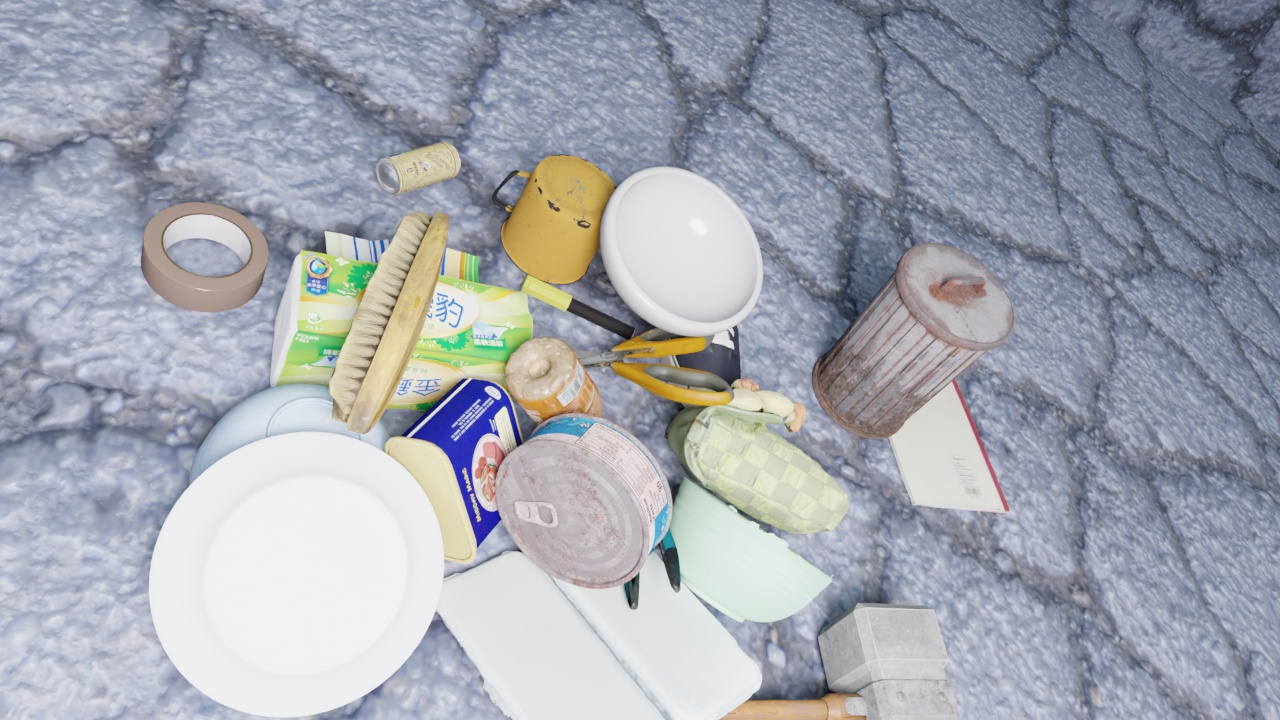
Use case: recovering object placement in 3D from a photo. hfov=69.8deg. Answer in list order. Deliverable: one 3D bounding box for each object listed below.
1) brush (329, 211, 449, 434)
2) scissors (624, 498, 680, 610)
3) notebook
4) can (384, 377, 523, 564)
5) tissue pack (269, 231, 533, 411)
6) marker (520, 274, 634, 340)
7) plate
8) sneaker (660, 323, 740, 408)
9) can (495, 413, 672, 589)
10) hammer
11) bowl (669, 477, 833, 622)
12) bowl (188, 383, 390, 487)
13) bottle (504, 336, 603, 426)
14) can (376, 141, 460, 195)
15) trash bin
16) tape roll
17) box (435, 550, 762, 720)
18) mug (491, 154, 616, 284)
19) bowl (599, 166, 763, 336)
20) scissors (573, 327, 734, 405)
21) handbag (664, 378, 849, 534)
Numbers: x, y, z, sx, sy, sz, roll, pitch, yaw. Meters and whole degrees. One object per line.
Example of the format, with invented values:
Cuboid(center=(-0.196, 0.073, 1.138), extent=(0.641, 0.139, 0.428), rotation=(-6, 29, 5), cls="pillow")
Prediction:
Cuboid(center=(-0.180, -0.034, 0.667), extent=(0.043, 0.059, 0.194), rotation=(18, 57, -8), cls="brush")
Cuboid(center=(0.002, 0.142, 0.753), extent=(0.143, 0.127, 0.019), rotation=(-54, 129, -26), cls="scissors")
Cuboid(center=(0.349, 0.082, 1.092), extent=(0.153, 0.012, 0.208), rotation=(10, 52, -27), cls="notebook")
Cuboid(center=(-0.137, 0.083, 0.715), extent=(0.057, 0.116, 0.092), rotation=(7, 34, 26), cls="can")
Cuboid(center=(-0.199, -0.043, 0.772), extent=(0.197, 0.121, 0.141), rotation=(13, 53, -32), cls="tissue pack")
Cuboid(center=(-0.062, -0.052, 0.930), extent=(0.124, 0.017, 0.021), rotation=(25, 2, -15), cls="marker")
Cuboid(center=(-0.222, 0.142, 0.614), extent=(0.188, 0.016, 0.188), rotation=(3, 83, -28), cls="plate")
Cuboid(center=(0.073, -0.042, 0.967), extent=(0.084, 0.079, 0.234), rotation=(14, 50, -24), cls="sneaker")
Cuboid(center=(-0.044, 0.107, 0.695), extent=(0.130, 0.130, 0.044), rotation=(42, 37, 3), cls="can")
Cuboid(center=(0.108, 0.284, 0.744), extent=(0.317, 0.083, 0.162), rotation=(7, 52, -19), cls="hammer")
Cuboid(center=(0.080, 0.171, 0.780), extent=(0.151, 0.151, 0.077), rotation=(34, 86, -5), cls="bowl")
Cuboid(center=(-0.245, 0.074, 0.675), extent=(0.150, 0.075, 0.150), rotation=(18, 48, -21), cls="bowl")
Cuboid(center=(-0.058, 0.044, 0.770), extent=(0.059, 0.167, 0.059), rotation=(-8, 59, 13), cls="bottle")
Cuboid(center=(-0.223, -0.195, 0.927), extent=(0.038, 0.038, 0.079), rotation=(49, 46, 10), cls="can")
Cuboid(center=(0.288, -0.020, 0.980), extent=(0.130, 0.212, 0.130), rotation=(11, 53, -16), cls="trash bin")
Cuboid(center=(-0.360, -0.086, 0.760), extent=(0.093, 0.030, 0.093), rotation=(17, 49, -21), cls="tape roll")
Cuboid(center=(-0.033, 0.210, 0.699), extent=(0.188, 0.037, 0.209), rotation=(-13, 45, -40), cls="box")
Cuboid(center=(-0.090, -0.152, 0.938), extent=(0.123, 0.094, 0.100), rotation=(31, 45, -8), cls="mug")
Cuboid(center=(0.032, -0.099, 0.907), extent=(0.176, 0.066, 0.176), rotation=(12, 65, -26), cls="bowl")
Cuboid(center=(-0.006, 0.004, 0.843), extent=(0.224, 0.016, 0.217), rotation=(-11, 28, -27), cls="scissors")
Cuboid(center=(0.114, 0.085, 0.857), extent=(0.186, 0.113, 0.117), rotation=(31, 84, -6), cls="handbag")
